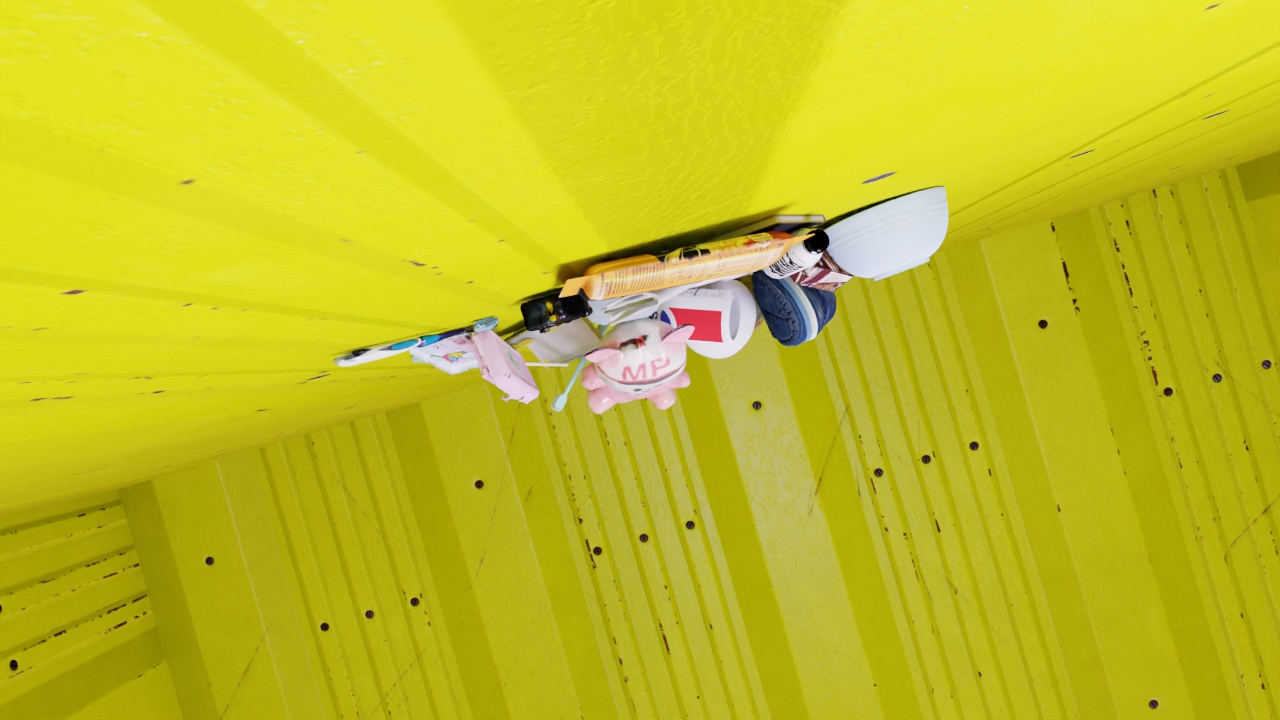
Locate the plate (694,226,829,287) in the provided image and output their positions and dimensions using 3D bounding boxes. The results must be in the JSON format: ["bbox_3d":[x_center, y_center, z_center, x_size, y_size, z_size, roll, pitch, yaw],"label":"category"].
[{"bbox_3d":[0.132,-0.124,1.160,0.230,0.021,0.230,-16,179,0],"label":"plate"}]

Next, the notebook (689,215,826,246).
[{"bbox_3d":[0.077,-0.117,0.974,0.210,0.008,0.141,-16,179,31],"label":"notebook"}]

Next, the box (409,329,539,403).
[{"bbox_3d":[-0.205,0.015,1.150,0.103,0.101,0.201,-26,170,0],"label":"box"}]

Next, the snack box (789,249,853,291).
[{"bbox_3d":[0.206,-0.116,1.089,0.032,0.051,0.140,-38,162,24],"label":"snack box"}]

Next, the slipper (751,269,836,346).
[{"bbox_3d":[0.200,-0.081,1.190,0.095,0.105,0.252,-22,-178,2],"label":"slipper"}]

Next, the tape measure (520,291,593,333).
[{"bbox_3d":[-0.093,-0.050,0.967,0.063,0.038,0.067,-12,-172,26],"label":"tape measure"}]

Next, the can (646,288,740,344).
[{"bbox_3d":[0.059,-0.060,1.199,0.132,0.070,0.070,5,-173,20],"label":"can"}]

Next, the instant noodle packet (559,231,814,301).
[{"bbox_3d":[0.035,-0.087,0.863,0.220,0.032,0.160,-11,180,-7],"label":"instant noodle packet"}]

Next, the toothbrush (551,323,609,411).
[{"bbox_3d":[-0.078,-0.007,1.304,0.180,0.016,0.017,-60,-156,-12],"label":"toothbrush"}]

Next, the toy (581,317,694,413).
[{"bbox_3d":[-0.007,0.007,1.186,0.142,0.084,0.213,-4,161,-4],"label":"toy"}]

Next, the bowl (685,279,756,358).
[{"bbox_3d":[0.096,-0.064,1.274,0.117,0.116,0.065,-16,159,38],"label":"bowl"}]

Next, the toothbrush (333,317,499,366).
[{"bbox_3d":[-0.242,-0.022,1.005,0.188,0.016,0.017,-16,170,-28],"label":"toothbrush"}]

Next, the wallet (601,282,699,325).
[{"bbox_3d":[0.017,-0.076,0.985,0.086,0.032,0.116,-20,-174,36],"label":"wallet"}]

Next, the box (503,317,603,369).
[{"bbox_3d":[-0.133,-0.015,1.275,0.083,0.080,0.211,-38,-171,-28],"label":"box"}]

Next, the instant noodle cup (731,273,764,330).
[{"bbox_3d":[0.135,-0.091,1.374,0.102,0.102,0.108,-16,171,16],"label":"instant noodle cup"}]

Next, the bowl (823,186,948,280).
[{"bbox_3d":[0.291,-0.139,1.069,0.150,0.075,0.150,-19,178,-1],"label":"bowl"}]

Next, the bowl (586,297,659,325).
[{"bbox_3d":[-0.021,-0.066,1.088,0.106,0.039,0.106,-11,-177,0],"label":"bowl"}]

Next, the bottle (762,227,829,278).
[{"bbox_3d":[0.165,-0.115,0.967,0.041,0.041,0.116,-16,179,-14],"label":"bottle"}]

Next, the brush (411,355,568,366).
[{"bbox_3d":[-0.209,0.003,1.284,0.217,0.012,0.033,3,177,-14],"label":"brush"}]
